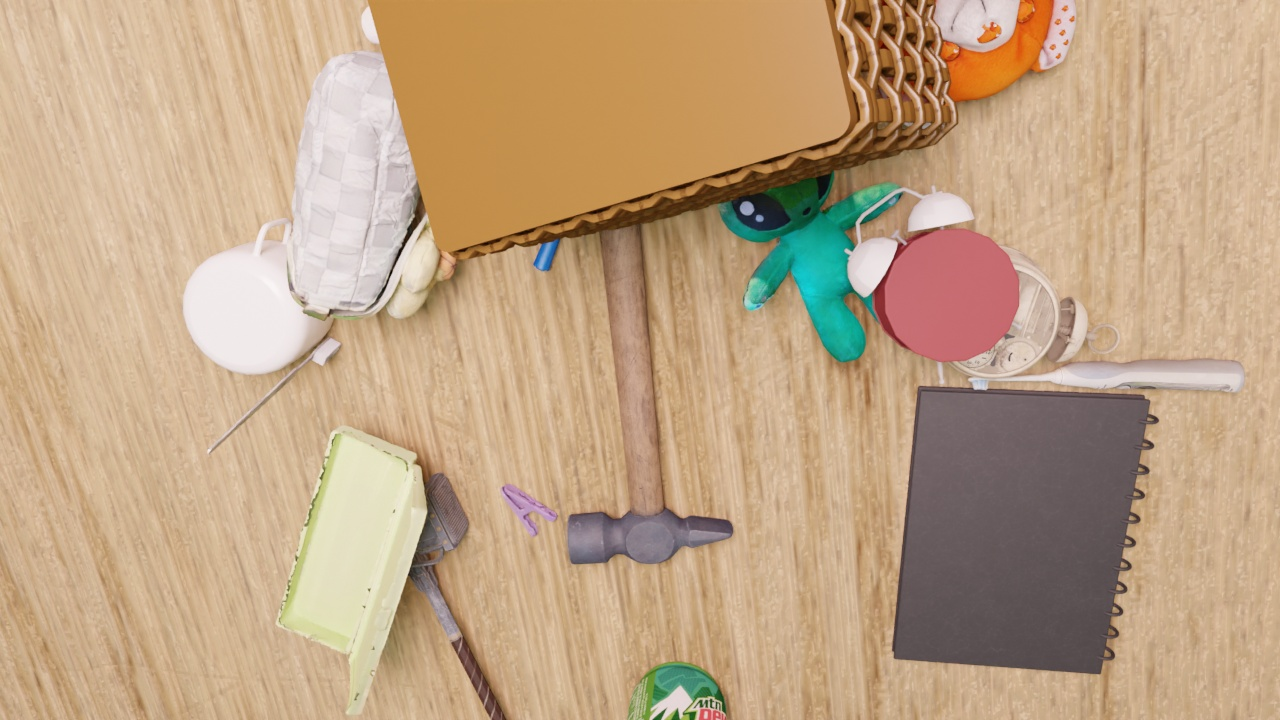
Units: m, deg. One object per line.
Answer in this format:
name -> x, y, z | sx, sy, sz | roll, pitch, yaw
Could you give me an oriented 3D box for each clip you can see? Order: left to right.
clip -> -0.088, 0.120, 0.746 | 0.045, 0.014, 0.051 | -13, 108, 10

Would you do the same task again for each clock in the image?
clock -> 0.188, -0.051, 0.590 | 0.087, 0.044, 0.124 | -36, 94, 6
clock -> 0.262, -0.027, 0.637 | 0.141, 0.054, 0.093 | 13, 108, 4

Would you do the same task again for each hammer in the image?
hammer -> -0.146, 0.255, 0.778 | 0.098, 0.044, 0.322 | -20, 105, 12
hammer -> -0.004, 0.004, 0.688 | 0.129, 0.040, 0.322 | -4, 106, 4

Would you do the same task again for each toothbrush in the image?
toothbrush -> -0.251, 0.022, 0.643 | 0.010, 0.181, 0.010 | 29, 113, -7
toothbrush -> 0.331, 0.011, 0.658 | 0.186, 0.022, 0.024 | -1, 89, 5

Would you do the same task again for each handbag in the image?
handbag -> -0.174, -0.119, 0.629 | 0.123, 0.112, 0.172 | 11, 109, -7

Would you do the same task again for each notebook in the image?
notebook -> 0.290, 0.134, 0.704 | 0.169, 0.019, 0.232 | 2, 108, 7

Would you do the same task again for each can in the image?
can -> 0.026, 0.312, 0.725 | 0.083, 0.144, 0.083 | 2, 108, 5

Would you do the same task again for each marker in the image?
marker -> -0.048, -0.130, 0.660 | 0.013, 0.013, 0.142 | 23, 109, -1

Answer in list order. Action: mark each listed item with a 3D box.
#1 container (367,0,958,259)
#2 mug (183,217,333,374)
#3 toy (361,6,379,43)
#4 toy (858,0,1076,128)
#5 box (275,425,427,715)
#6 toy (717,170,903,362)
container -> 0.010, -0.207, 0.472 | 0.220, 0.213, 0.251 | -11, 98, 30
mug -> -0.281, -0.050, 0.683 | 0.094, 0.068, 0.116 | 19, 109, 0
toy -> -0.122, -0.237, 0.621 | 0.125, 0.037, 0.076 | 14, 105, -1
toy -> 0.185, -0.239, 0.558 | 0.164, 0.092, 0.172 | -25, 105, 14
box -> -0.211, 0.156, 0.699 | 0.133, 0.061, 0.188 | 33, 112, 36
toy -> 0.110, -0.090, 0.628 | 0.130, 0.072, 0.193 | -35, 97, -4
